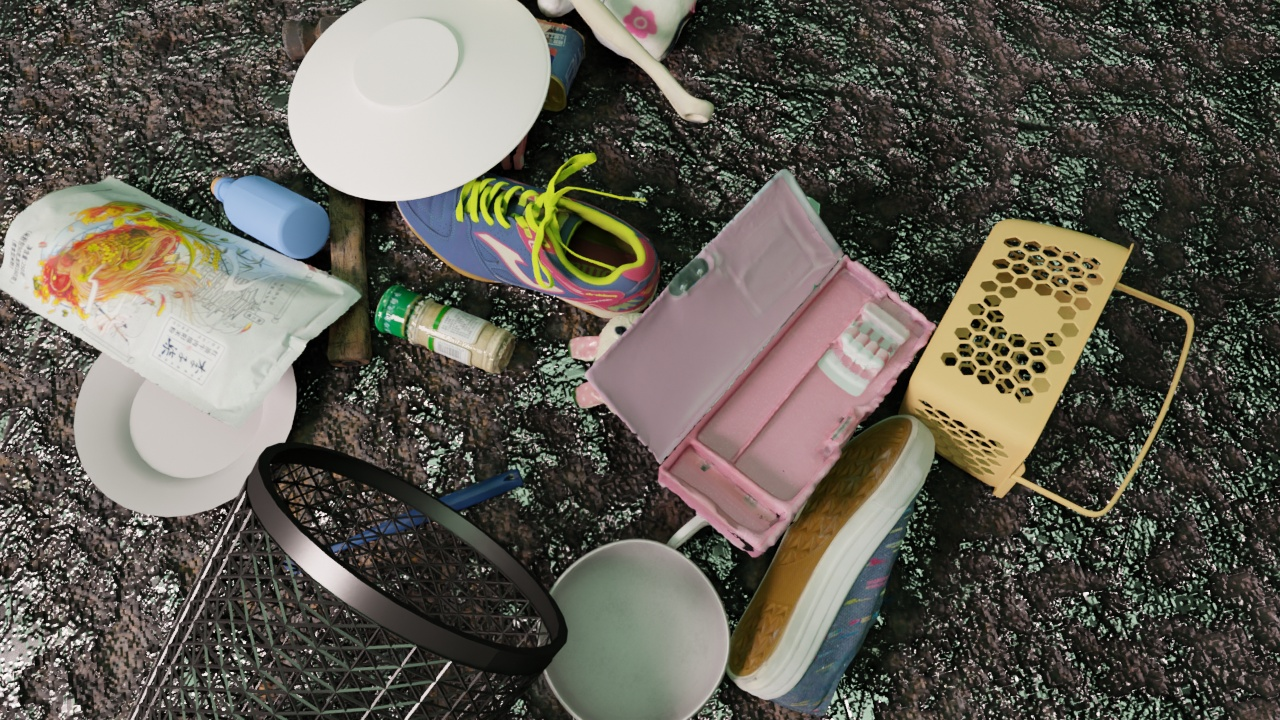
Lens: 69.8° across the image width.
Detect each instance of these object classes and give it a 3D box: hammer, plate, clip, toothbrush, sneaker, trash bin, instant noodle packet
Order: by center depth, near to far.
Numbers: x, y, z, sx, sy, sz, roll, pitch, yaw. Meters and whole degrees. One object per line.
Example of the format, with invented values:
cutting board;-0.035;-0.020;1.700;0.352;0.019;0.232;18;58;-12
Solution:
trash bin;-0.203;0.213;0.569;0.217;0.217;0.243;34;91;10
toothbrush;-0.252;0.254;0.665;0.188;0.014;0.017;-26;82;-8
sneaker;0.153;0.150;0.675;0.079;0.087;0.235;39;76;-17
toothbrush;-0.181;0.123;0.705;0.190;0.017;0.016;-21;74;-6
instant noodle packet;-0.374;-0.059;0.727;0.269;0.057;0.146;24;62;15
plate;-0.359;0.039;0.732;0.173;0.019;0.172;0;72;0
sneaker;-0.094;-0.118;0.744;0.242;0.091;0.116;23;76;8
plate;-0.190;-0.238;0.760;0.229;0.030;0.229;-3;67;8
hammer;-0.244;-0.154;0.789;0.120;0.033;0.330;-6;73;-3
clip;-0.107;-0.194;0.807;0.035;0.022;0.057;1;77;-2

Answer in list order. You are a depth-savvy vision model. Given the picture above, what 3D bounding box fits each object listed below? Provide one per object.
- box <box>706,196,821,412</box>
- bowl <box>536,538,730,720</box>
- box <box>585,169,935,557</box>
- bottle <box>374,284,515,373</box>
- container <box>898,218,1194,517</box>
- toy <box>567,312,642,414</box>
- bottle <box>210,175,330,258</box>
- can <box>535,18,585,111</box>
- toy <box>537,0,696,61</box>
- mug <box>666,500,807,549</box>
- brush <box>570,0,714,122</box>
box;0.110;-0.032;0.751;0.078;0.079;0.188;-3;66;42
bowl;-0.005;0.198;0.655;0.132;0.064;0.131;0;72;0
box;0.088;-0.002;0.651;0.180;0.055;0.232;46;66;-3
bottle;-0.156;-0.024;0.740;0.110;0.043;0.042;21;73;6
container;0.307;0.005;0.685;0.167;0.129;0.183;28;74;18
toy;-0.004;0.004;0.730;0.112;0.050;0.087;1;72;6
bottle;-0.314;-0.126;0.759;0.131;0.048;0.048;26;72;32
can;-0.104;-0.268;0.812;0.100;0.054;0.059;17;72;5
toy;-0.036;-0.354;0.823;0.209;0.085;0.137;36;89;13
mug;0.068;0.099;0.681;0.123;0.076;0.090;-38;76;-11
brush;-0.042;-0.285;0.756;0.272;0.062;0.077;42;106;11
